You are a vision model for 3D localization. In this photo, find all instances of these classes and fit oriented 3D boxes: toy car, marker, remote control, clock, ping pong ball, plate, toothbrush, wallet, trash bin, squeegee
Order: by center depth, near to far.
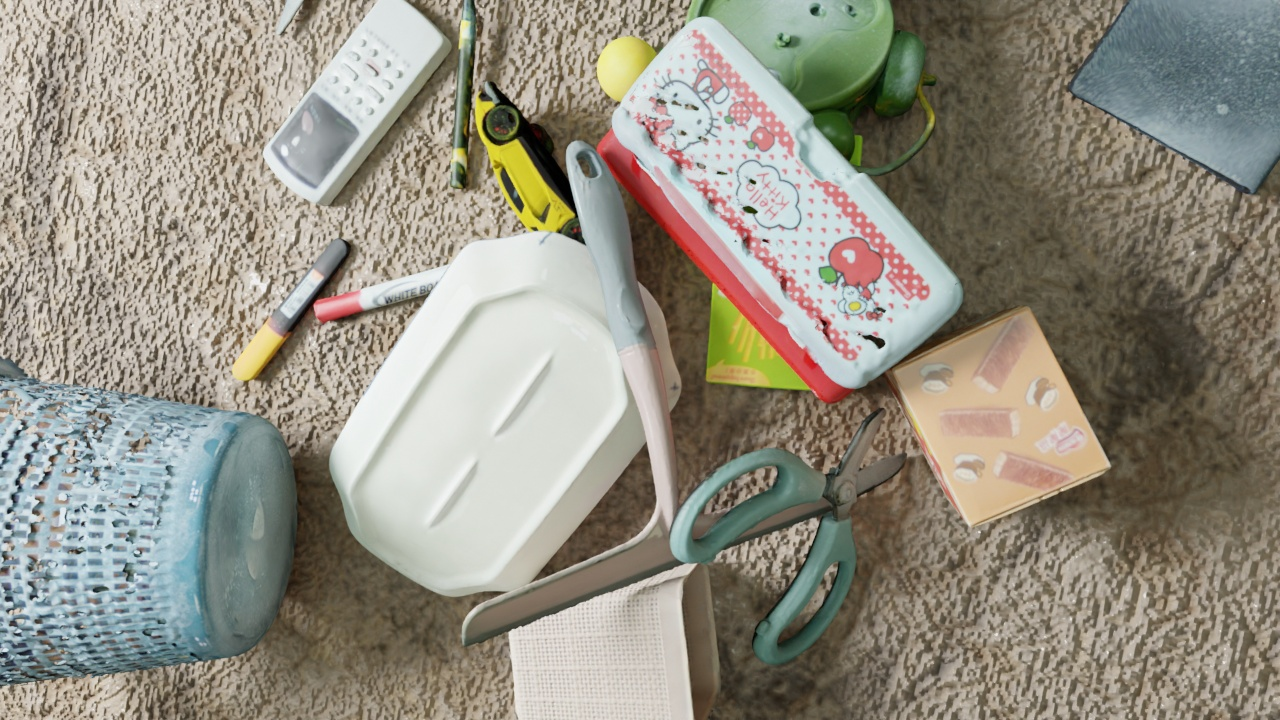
[{"bbox_3d":[-0.003,0.003,0.497,0.247,0.040,0.249,-16,97,-22],"label":"squeegee"},{"bbox_3d":[0.326,-0.167,0.526,0.121,0.019,0.097,34,98,11],"label":"wallet"},{"bbox_3d":[0.097,-0.168,0.533,0.116,0.056,0.161,-42,71,-7],"label":"clock"},{"bbox_3d":[-0.092,0.048,0.564,0.162,0.034,0.266,36,111,-7],"label":"plate"},{"bbox_3d":[-0.059,-0.105,0.576,0.041,0.071,0.156,-34,83,10],"label":"toy car"},{"bbox_3d":[-0.334,0.108,0.576,0.195,0.226,0.226,1,91,-2],"label":"trash bin"},{"bbox_3d":[-0.007,-0.183,0.580,0.040,0.040,0.040,0,90,11],"label":"ping pong ball"},{"bbox_3d":[-0.111,-0.207,0.607,0.017,0.012,0.186,6,97,-2],"label":"toothbrush"},{"bbox_3d":[-0.153,-0.051,0.623,0.145,0.017,0.017,-14,88,11],"label":"marker"},{"bbox_3d":[-0.195,-0.178,0.628,0.058,0.021,0.150,42,97,8],"label":"remote control"},{"bbox_3d":[-0.243,-0.035,0.643,0.018,0.015,0.124,40,95,7],"label":"marker"}]

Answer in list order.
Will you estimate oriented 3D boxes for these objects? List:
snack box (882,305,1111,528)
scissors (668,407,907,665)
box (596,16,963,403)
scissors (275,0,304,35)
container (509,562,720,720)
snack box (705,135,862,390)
[{"bbox_3d":[0.193,0.029,0.515,0.077,0.092,0.094,-27,85,10],"label":"snack box"},{"bbox_3d":[0.094,0.112,0.543,0.170,0.019,0.181,-17,115,-26],"label":"scissors"},{"bbox_3d":[0.075,-0.079,0.501,0.101,0.102,0.201,-44,83,18],"label":"box"},{"bbox_3d":[-0.190,-0.327,0.625,0.234,0.021,0.221,11,92,10],"label":"scissors"},{"bbox_3d":[-0.016,0.174,0.562,0.111,0.090,0.090,-6,89,14],"label":"container"},{"bbox_3d":[0.089,-0.060,0.569,0.086,0.026,0.156,5,92,12],"label":"snack box"}]
